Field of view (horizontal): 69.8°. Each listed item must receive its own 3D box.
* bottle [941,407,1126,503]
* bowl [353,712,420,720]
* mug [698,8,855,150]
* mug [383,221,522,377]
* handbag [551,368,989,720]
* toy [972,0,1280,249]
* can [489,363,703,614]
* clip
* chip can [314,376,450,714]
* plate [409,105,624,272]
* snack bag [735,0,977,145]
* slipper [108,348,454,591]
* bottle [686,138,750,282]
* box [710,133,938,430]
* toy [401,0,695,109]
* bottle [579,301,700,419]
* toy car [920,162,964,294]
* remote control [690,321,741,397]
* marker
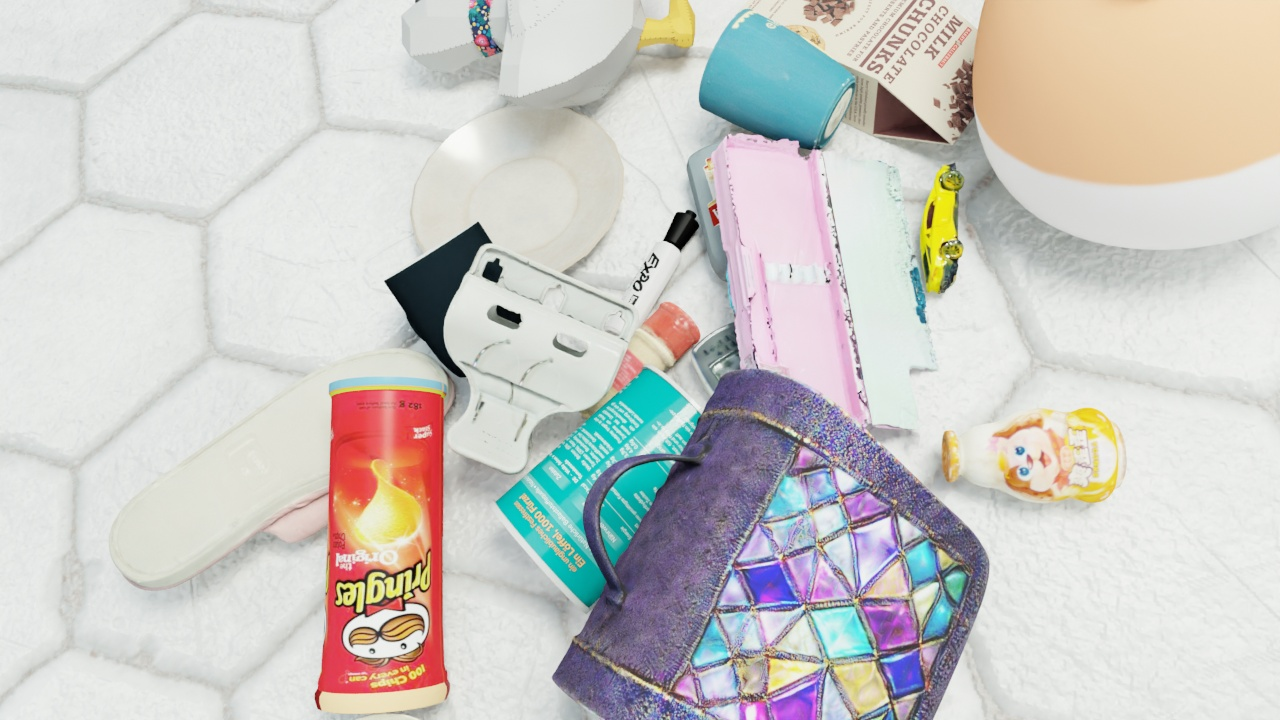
[{"bbox_3d":[0.259,0.063,0.611,0.108,0.063,0.063,-2,65,10],"label":"bottle"},{"bbox_3d":[-0.157,0.289,0.588,0.115,0.062,0.115,-4,65,9],"label":"bowl"},{"bbox_3d":[0.116,-0.217,0.744,0.104,0.112,0.084,31,99,15],"label":"mug"},{"bbox_3d":[-0.147,-0.041,0.721,0.122,0.094,0.085,-17,20,46],"label":"mug"},{"bbox_3d":[0.065,0.129,0.531,0.222,0.126,0.204,35,75,-16],"label":"handbag"},{"bbox_3d":[0.356,-0.216,0.604,0.266,0.281,0.262,10,66,37],"label":"toy"},{"bbox_3d":[-0.017,0.087,0.633,0.143,0.099,0.099,-42,65,-9],"label":"can"},{"bbox_3d":[-0.083,0.006,0.643,0.125,0.081,0.147,24,89,-1],"label":"clip"},{"bbox_3d":[-0.174,0.123,0.628,0.087,0.087,0.213,-4,79,9],"label":"chip can"},{"bbox_3d":[-0.105,-0.141,0.795,0.189,0.027,0.188,-4,65,9],"label":"plate"},{"bbox_3d":[0.193,-0.257,0.767,0.206,0.070,0.094,33,76,22],"label":"snack bag"},{"bbox_3d":[-0.267,0.083,0.707,0.274,0.054,0.114,-31,59,-15],"label":"slipper"},{"bbox_3d":[0.087,-0.100,0.728,0.072,0.046,0.161,-13,64,3],"label":"bottle"},{"bbox_3d":[0.141,-0.056,0.675,0.159,0.035,0.230,1,70,-18],"label":"box"},{"bbox_3d":[-0.089,-0.294,0.802,0.268,0.141,0.246,-12,44,9],"label":"toy"},{"bbox_3d":[-0.004,0.004,0.701,0.109,0.044,0.044,-44,65,-9],"label":"bottle"},{"bbox_3d":[0.230,-0.102,0.701,0.030,0.049,0.106,4,65,14],"label":"toy car"},{"bbox_3d":[0.085,0.024,0.682,0.060,0.028,0.114,-31,63,-4],"label":"remote control"},{"bbox_3d":[0.011,-0.070,0.742,0.025,0.025,0.125,24,72,20],"label":"marker"}]
